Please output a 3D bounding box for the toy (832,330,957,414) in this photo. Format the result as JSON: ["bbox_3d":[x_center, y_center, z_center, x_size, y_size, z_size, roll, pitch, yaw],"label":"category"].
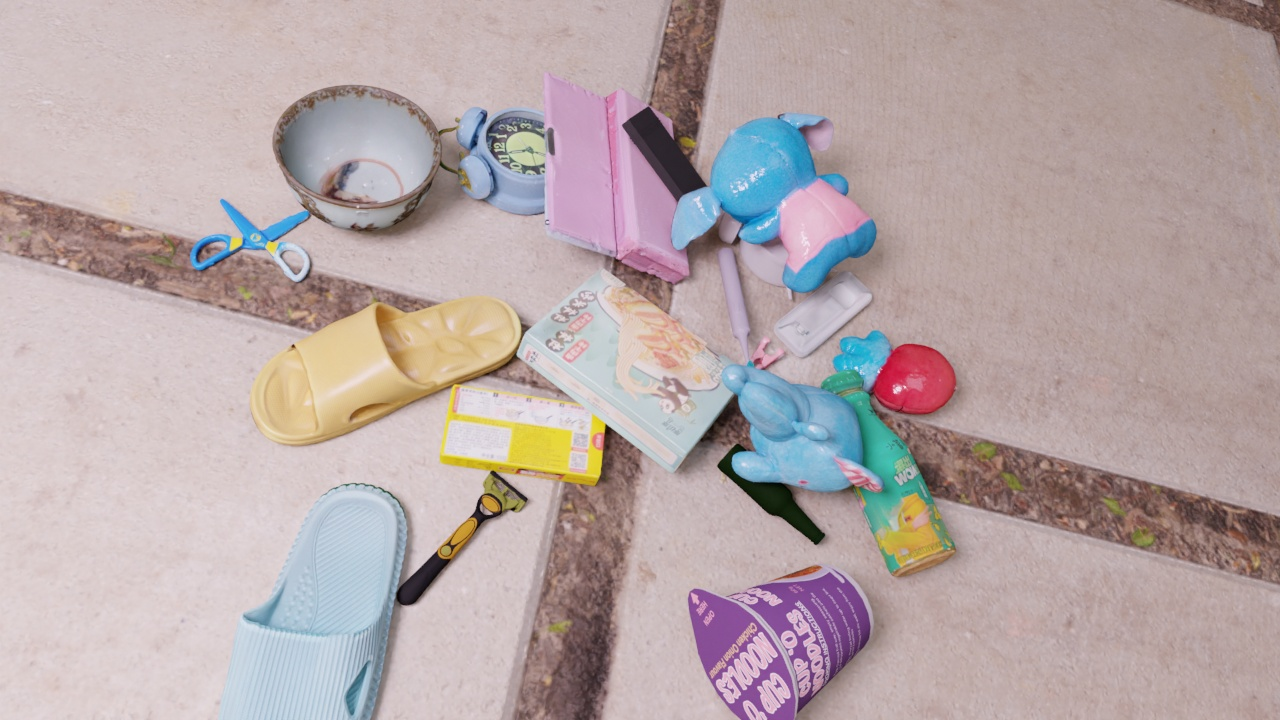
[{"bbox_3d":[0.275,0.014,0.993,0.133,0.062,0.092,20,48,17],"label":"toy"}]

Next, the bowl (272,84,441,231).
[{"bbox_3d":[-0.287,-0.191,0.940,0.160,0.094,0.159,6,60,-11],"label":"bowl"}]

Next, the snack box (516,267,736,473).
[{"bbox_3d":[-0.005,0.005,0.918,0.193,0.044,0.141,37,45,7],"label":"snack box"}]

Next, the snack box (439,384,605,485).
[{"bbox_3d":[-0.110,0.072,0.879,0.152,0.025,0.075,9,60,-9],"label":"snack box"}]

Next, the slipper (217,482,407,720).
[{"bbox_3d":[-0.258,0.219,0.735,0.116,0.070,0.275,15,58,-9],"label":"slipper"}]

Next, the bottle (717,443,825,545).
[{"bbox_3d":[0.130,0.134,0.902,0.123,0.033,0.033,42,60,10],"label":"bottle"}]

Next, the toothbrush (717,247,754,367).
[{"bbox_3d":[0.104,-0.053,0.981,0.018,0.019,0.187,7,46,-14],"label":"toothbrush"}]

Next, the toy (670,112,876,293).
[{"bbox_3d":[0.149,-0.164,0.978,0.223,0.099,0.191,-37,83,-18],"label":"toy"}]

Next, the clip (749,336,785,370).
[{"bbox_3d":[0.128,-0.006,0.987,0.059,0.023,0.045,-18,62,-24],"label":"clip"}]

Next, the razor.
[{"bbox_3d":[-0.163,0.162,0.819,0.044,0.021,0.143,38,61,8],"label":"razor"}]

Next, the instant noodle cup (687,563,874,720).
[{"bbox_3d":[0.129,0.234,0.806,0.121,0.122,0.137,-19,58,-33],"label":"instant noodle cup"}]

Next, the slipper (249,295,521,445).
[{"bbox_3d":[-0.235,-0.008,0.862,0.262,0.079,0.099,-19,66,-24],"label":"slipper"}]

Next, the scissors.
[{"bbox_3d":[-0.387,-0.120,0.923,0.125,0.013,0.126,-39,81,-28],"label":"scissors"}]

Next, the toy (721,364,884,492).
[{"bbox_3d":[0.136,0.068,0.863,0.180,0.115,0.183,29,9,-41],"label":"toy"}]

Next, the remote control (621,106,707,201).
[{"bbox_3d":[0.034,-0.223,1.039,0.133,0.013,0.058,53,38,-9],"label":"remote control"}]

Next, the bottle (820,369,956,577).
[{"bbox_3d":[0.241,0.108,0.923,0.068,0.068,0.209,-11,65,-20],"label":"bottle"}]

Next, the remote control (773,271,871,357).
[{"bbox_3d":[0.208,-0.055,1.033,0.133,0.022,0.050,-37,75,-28],"label":"remote control"}]

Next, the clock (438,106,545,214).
[{"bbox_3d":[-0.147,-0.224,1.015,0.162,0.060,0.118,-3,63,-19],"label":"clock"}]

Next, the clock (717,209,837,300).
[{"bbox_3d":[0.155,-0.154,1.052,0.119,0.061,0.159,-30,73,-27],"label":"clock"}]

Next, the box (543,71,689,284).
[{"bbox_3d":[-0.026,-0.208,1.010,0.179,0.040,0.232,16,56,-35],"label":"box"}]
